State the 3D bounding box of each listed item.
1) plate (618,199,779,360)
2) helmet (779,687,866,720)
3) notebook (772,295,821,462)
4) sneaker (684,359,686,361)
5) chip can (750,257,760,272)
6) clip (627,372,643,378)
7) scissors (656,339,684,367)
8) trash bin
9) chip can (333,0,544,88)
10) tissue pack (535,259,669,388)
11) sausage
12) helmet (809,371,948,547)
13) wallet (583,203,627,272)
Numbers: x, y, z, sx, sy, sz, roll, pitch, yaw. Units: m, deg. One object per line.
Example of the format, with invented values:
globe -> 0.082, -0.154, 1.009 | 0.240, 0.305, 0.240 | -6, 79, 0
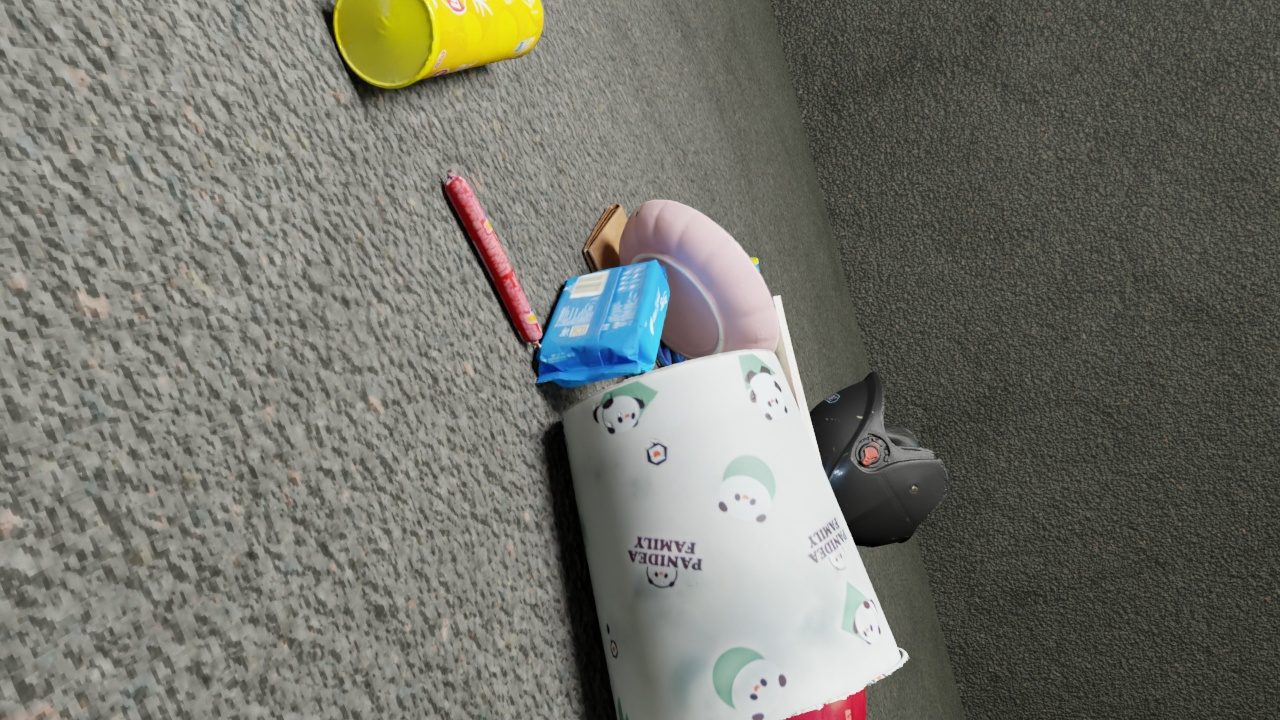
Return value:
plate -> 0.044, -0.059, 0.869 | 0.039, 0.193, 0.192 | -40, 121, -26
helmet -> 0.172, 0.361, 0.983 | 0.240, 0.144, 0.206 | 57, 25, -44
notebook -> 0.163, 0.053, 1.006 | 0.150, 0.012, 0.209 | 83, -3, -71
sneaker -> 0.091, 0.052, 1.021 | 0.088, 0.118, 0.240 | 34, 23, -36
chip can -> 0.165, -0.039, 1.331 | 0.071, 0.071, 0.210 | -48, 122, -66
clip -> -0.006, 0.006, 0.928 | 0.037, 0.013, 0.055 | 23, 56, -65
scissors -> 0.015, -0.068, 1.039 | 0.143, 0.012, 0.170 | -75, 144, -55
trash bin -> 0.057, 0.139, 0.725 | 0.229, 0.230, 0.251 | 14, 57, -67
chip can -> -0.137, -0.245, 0.666 | 0.212, 0.072, 0.072 | -60, 132, -64
tissue pack -> -0.028, -0.028, 0.776 | 0.156, 0.095, 0.052 | -76, 151, -52
sausage -> -0.110, -0.074, 0.698 | 0.020, 0.020, 0.156 | -71, 142, -56
helmet -> 0.347, 0.163, 1.454 | 0.233, 0.230, 0.275 | -54, 130, -83
wallet -> -0.022, -0.096, 0.948 | 0.115, 0.020, 0.101 | -66, 138, -55
